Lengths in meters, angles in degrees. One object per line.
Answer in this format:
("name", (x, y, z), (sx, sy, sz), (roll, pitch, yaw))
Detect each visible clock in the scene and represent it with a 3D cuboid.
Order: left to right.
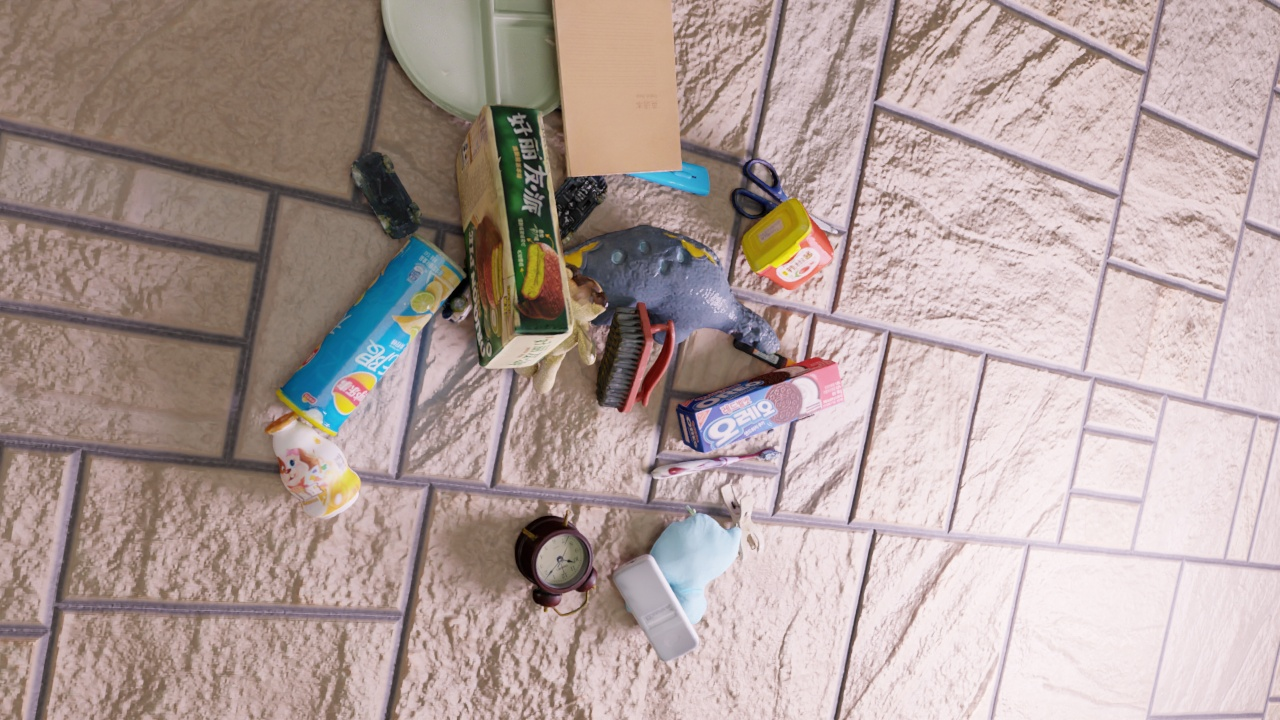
("clock", (-0.094, 0.236, 1.056), (0.082, 0.055, 0.122), (-21, 103, -23))

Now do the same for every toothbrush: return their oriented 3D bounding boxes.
("toothbrush", (0.099, 0.130, 1.158), (0.187, 0.017, 0.016), (-6, 99, -26))

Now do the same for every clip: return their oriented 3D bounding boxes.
("clip", (0.129, 0.208, 1.172), (0.034, 0.070, 0.100), (-24, 114, -21))

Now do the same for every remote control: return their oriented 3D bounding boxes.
("remote control", (0.019, 0.299, 1.108), (0.056, 0.020, 0.136), (-28, 101, 5))

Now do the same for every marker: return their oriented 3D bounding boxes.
("marker", (0.169, -0.002, 1.177), (0.123, 0.015, 0.018), (24, 88, -24))

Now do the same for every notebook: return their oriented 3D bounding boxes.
("notebook", (-0.023, -0.314, 1.015), (0.149, 0.012, 0.211), (-10, 102, -30))

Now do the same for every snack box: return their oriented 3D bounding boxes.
("snack box", (-0.130, -0.121, 0.912), (0.063, 0.115, 0.240), (-2, 74, -28))
("snack box", (0.150, 0.055, 1.142), (0.207, 0.057, 0.058), (-18, 105, -17))
("snack box", (0.182, -0.139, 1.121), (0.091, 0.082, 0.080), (-39, 130, 24))

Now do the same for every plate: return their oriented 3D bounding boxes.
("plate", (-0.157, -0.361, 0.960), (0.229, 0.027, 0.230), (-3, 98, -26))

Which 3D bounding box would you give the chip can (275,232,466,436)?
("chip can", (-0.268, -0.027, 0.922), (0.071, 0.071, 0.210), (42, 80, -25))

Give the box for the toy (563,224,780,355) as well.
("toy", (0.017, -0.082, 1.048), (0.356, 0.091, 0.138), (11, 109, -22))

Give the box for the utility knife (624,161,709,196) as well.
("utility knife", (0.011, -0.224, 1.066), (0.160, 0.018, 0.034), (8, 94, -26))

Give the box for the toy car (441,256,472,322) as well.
("toy car", (-0.180, -0.079, 0.979), (0.035, 0.042, 0.090), (36, 81, -28))

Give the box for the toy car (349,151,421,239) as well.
("toy car", (-0.259, -0.167, 0.933), (0.043, 0.034, 0.090), (-34, 110, -15))

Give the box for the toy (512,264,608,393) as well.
("toy", (-0.087, -0.028, 0.987), (0.105, 0.158, 0.066), (43, 35, 12))

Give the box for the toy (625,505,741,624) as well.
("toy", (0.054, 0.259, 1.136), (0.161, 0.050, 0.156), (-13, 107, -11))

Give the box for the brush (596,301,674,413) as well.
("brush", (-0.006, 0.006, 1.036), (0.069, 0.063, 0.146), (2, 138, -15))

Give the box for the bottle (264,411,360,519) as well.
("bottle", (-0.330, 0.104, 0.919), (0.063, 0.063, 0.108), (-34, 110, -18))

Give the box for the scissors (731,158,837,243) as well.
("scissors", (0.182, -0.182, 1.160), (0.126, 0.012, 0.173), (-42, 114, -17))

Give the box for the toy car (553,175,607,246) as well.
("toy car", (-0.080, -0.172, 1.021), (0.049, 0.031, 0.105), (44, 72, -20))
